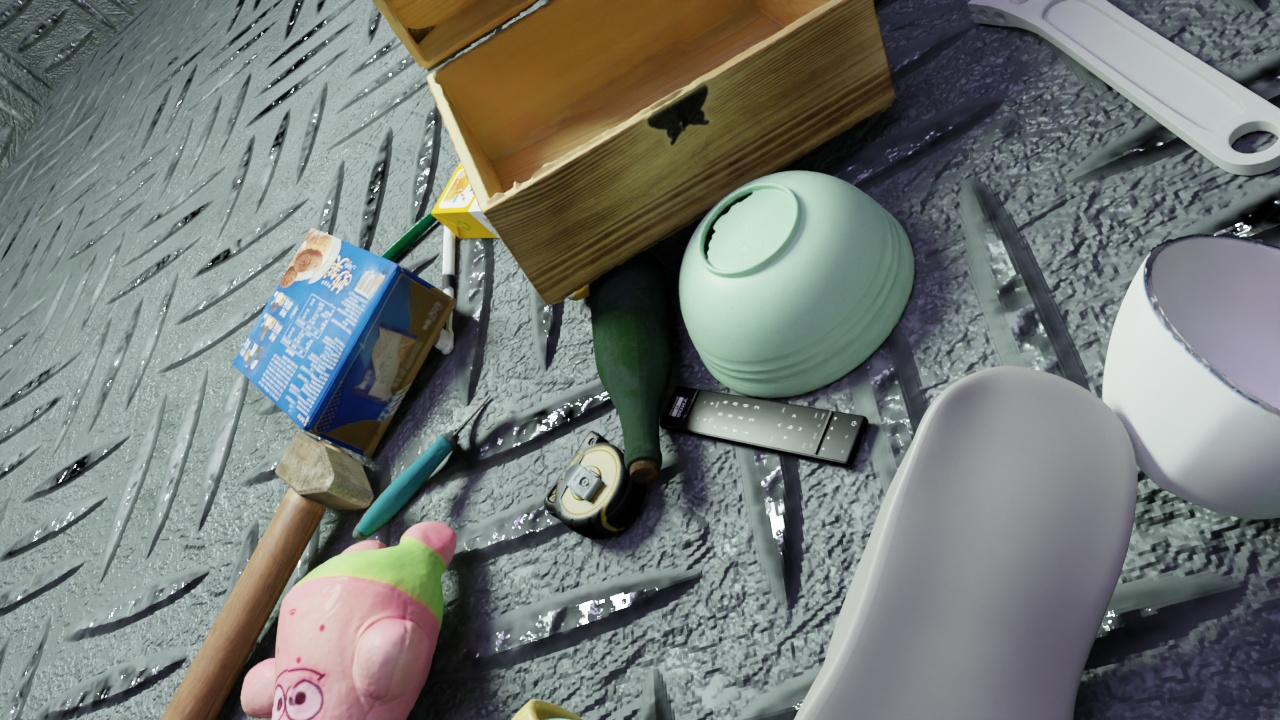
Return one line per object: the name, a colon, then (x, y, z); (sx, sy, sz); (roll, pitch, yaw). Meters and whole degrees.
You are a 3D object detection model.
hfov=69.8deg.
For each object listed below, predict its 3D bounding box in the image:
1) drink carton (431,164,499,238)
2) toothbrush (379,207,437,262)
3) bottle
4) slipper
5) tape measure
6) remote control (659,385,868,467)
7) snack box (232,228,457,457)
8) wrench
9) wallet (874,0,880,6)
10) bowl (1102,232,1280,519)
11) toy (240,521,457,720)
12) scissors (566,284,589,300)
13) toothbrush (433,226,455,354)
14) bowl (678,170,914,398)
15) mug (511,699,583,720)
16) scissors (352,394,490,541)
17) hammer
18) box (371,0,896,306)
drink carton: (-0.128, -0.146, 0.833); (0.123, 0.040, 0.058); (6, 64, 43)
toothbrush: (-0.202, -0.144, 0.913); (0.190, 0.016, 0.017); (-40, 46, 10)
bottle: (-0.004, 0.003, 0.603); (0.055, 0.055, 0.173); (-26, 46, 23)
slipper: (0.122, 0.133, 0.385); (0.113, 0.080, 0.265); (18, 87, 9)
tape measure: (-0.028, 0.081, 0.582); (0.061, 0.034, 0.061); (24, 78, 45)
remote control: (0.069, 0.037, 0.551); (0.140, 0.009, 0.030); (8, 66, 43)
snack box: (-0.272, -0.023, 0.828); (0.203, 0.069, 0.155); (22, 83, 48)
wrench: (0.284, -0.195, 0.539); (0.087, 0.018, 0.273); (-36, 44, 12)
wallet: (0.142, -0.305, 0.742); (0.116, 0.018, 0.091); (-8, 56, 39)
bowl: (0.238, 0.010, 0.359); (0.116, 0.066, 0.116); (6, 44, -6)
toy: (-0.190, 0.205, 0.577); (0.193, 0.097, 0.236); (-27, 39, 35)
scissors: (-0.022, -0.143, 0.736); (0.225, 0.016, 0.216); (-14, 63, 15)
toothbrush: (-0.178, -0.079, 0.843); (0.012, 0.017, 0.186); (-29, 46, 22)
bowl: (0.083, -0.059, 0.563); (0.151, 0.077, 0.150); (-21, 48, 26)
mug: (-0.017, 0.208, 0.424); (0.083, 0.107, 0.113); (-48, 42, 3)
scissors: (-0.169, 0.086, 0.695); (0.125, 0.019, 0.153); (-43, 6, 46)
hammer: (-0.307, 0.204, 0.710); (0.158, 0.037, 0.300); (7, 69, 58)
box: (-0.050, -0.281, 0.611); (0.279, 0.323, 0.283); (-32, 41, 3)
